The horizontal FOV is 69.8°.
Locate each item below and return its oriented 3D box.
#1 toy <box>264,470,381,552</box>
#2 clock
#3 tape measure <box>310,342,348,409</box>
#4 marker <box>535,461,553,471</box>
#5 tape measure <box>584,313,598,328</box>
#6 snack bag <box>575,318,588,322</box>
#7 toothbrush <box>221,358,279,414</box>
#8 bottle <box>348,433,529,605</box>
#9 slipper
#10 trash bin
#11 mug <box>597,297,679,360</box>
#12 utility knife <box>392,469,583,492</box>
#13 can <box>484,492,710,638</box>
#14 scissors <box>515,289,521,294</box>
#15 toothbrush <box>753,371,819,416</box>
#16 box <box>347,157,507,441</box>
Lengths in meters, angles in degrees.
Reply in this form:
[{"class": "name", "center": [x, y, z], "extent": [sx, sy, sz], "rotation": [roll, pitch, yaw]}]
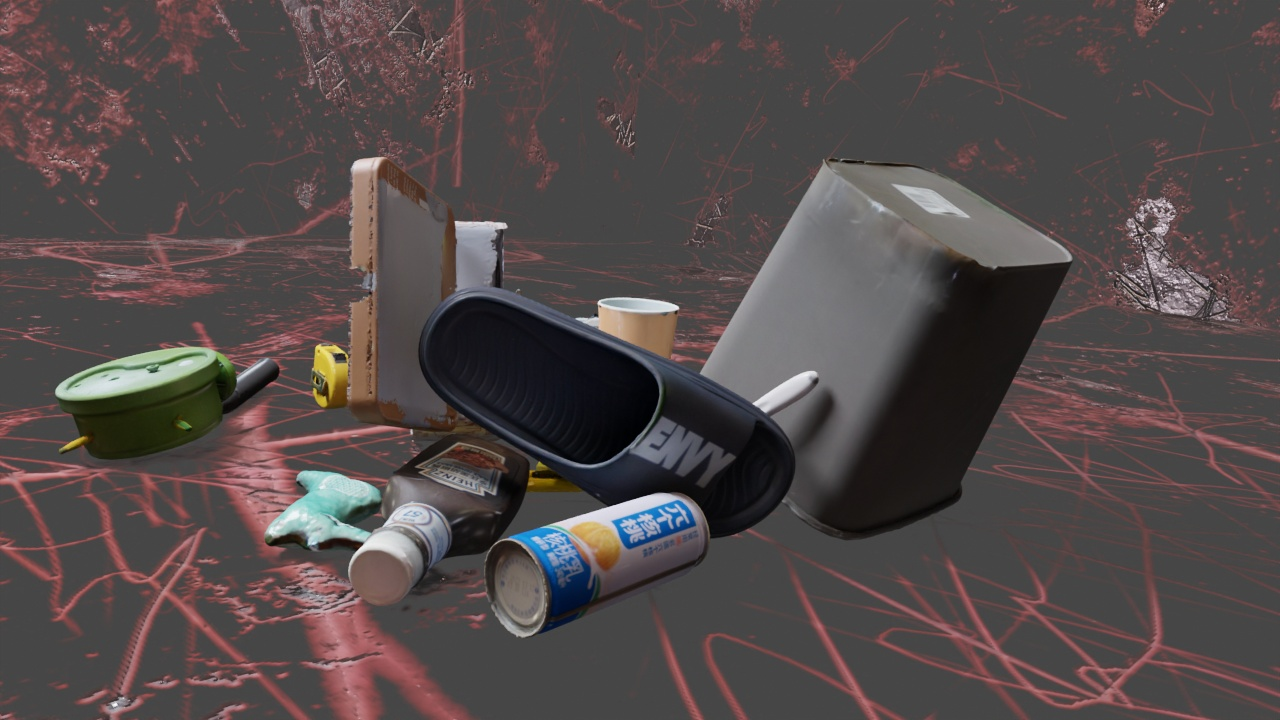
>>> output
[{"class": "toy", "center": [-0.198, 0.102, 0.590], "extent": [0.096, 0.030, 0.091], "rotation": [13, 18, 9]}, {"class": "clock", "center": [-0.397, 0.028, 0.748], "extent": [0.116, 0.056, 0.161], "rotation": [-9, 19, -9]}, {"class": "tape measure", "center": [-0.300, 0.018, 0.885], "extent": [0.028, 0.060, 0.057], "rotation": [-3, 19, -39]}, {"class": "marker", "center": [-0.071, 0.077, 0.786], "extent": [0.018, 0.015, 0.124], "rotation": [8, 10, 2]}, {"class": "tape measure", "center": [-0.046, -0.026, 1.174], "extent": [0.066, 0.066, 0.033], "rotation": [13, 17, 31]}, {"class": "snack bag", "center": [-0.130, -0.031, 1.244], "extent": [0.110, 0.039, 0.190], "rotation": [19, 20, 35]}, {"class": "toothbrush", "center": [-0.382, 0.036, 0.850], "extent": [0.027, 0.026, 0.212], "rotation": [-14, 15, 1]}, {"class": "bottle", "center": [-0.127, 0.097, 0.582], "extent": [0.080, 0.044, 0.194], "rotation": [19, 13, 4]}, {"class": "slipper", "center": [-0.022, 0.041, 0.594], "extent": [0.268, 0.111, 0.083], "rotation": [27, 3, -6]}, {"class": "trash bin", "center": [0.179, -0.019, 0.694], "extent": [0.198, 0.220, 0.198], "rotation": [-8, 40, -40]}, {"class": "mug", "center": [-0.005, 0.005, 0.891], "extent": [0.078, 0.123, 0.078], "rotation": [3, 12, -1]}, {"class": "utility knife", "center": [-0.112, 0.090, 0.703], "extent": [0.154, 0.015, 0.033], "rotation": [3, 13, -12]}, {"class": "can", "center": [-0.021, 0.113, 0.527], "extent": [0.053, 0.053, 0.134], "rotation": [15, 16, 42]}, {"class": "scissors", "center": [-0.147, -0.033, 1.088], "extent": [0.162, 0.012, 0.176], "rotation": [31, -32, -9]}, {"class": "toothbrush", "center": [0.053, 0.056, 0.661], "extent": [0.180, 0.016, 0.016], "rotation": [-35, -15, 26]}, {"class": "box", "center": [-0.156, -0.029, 0.713], "extent": [0.106, 0.177, 0.272], "rotation": [-2, -9, 0]}]
